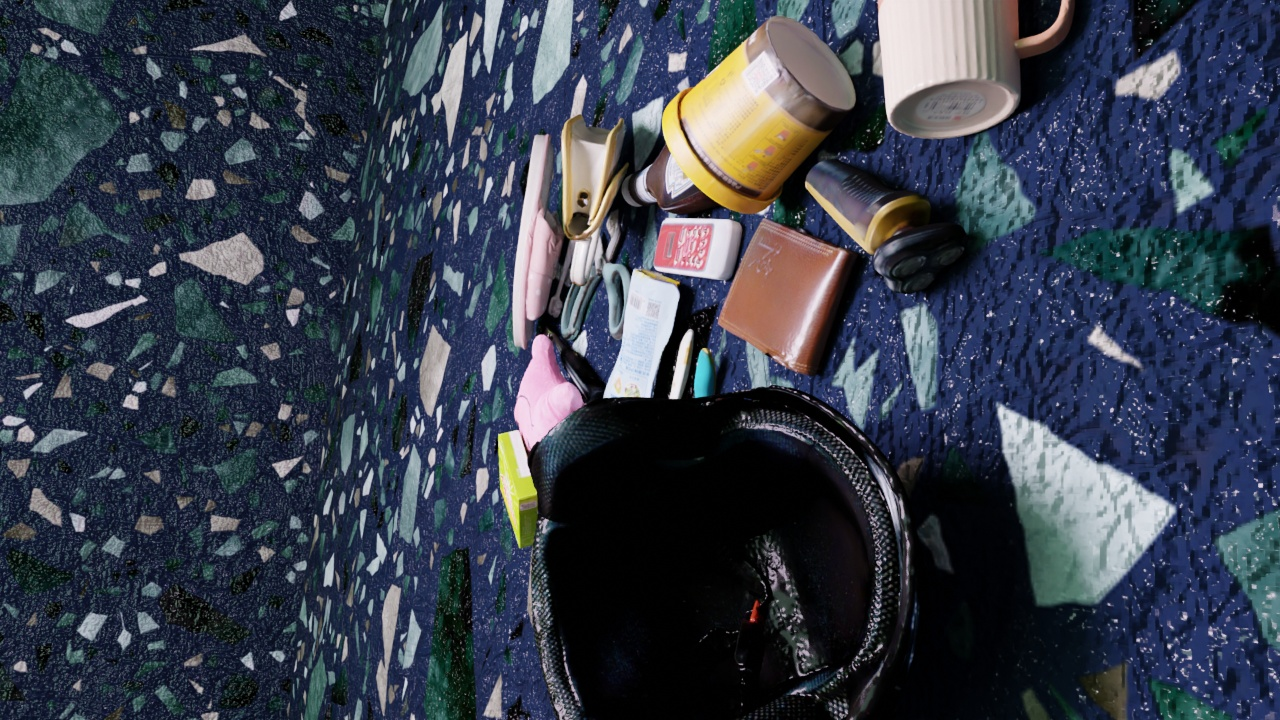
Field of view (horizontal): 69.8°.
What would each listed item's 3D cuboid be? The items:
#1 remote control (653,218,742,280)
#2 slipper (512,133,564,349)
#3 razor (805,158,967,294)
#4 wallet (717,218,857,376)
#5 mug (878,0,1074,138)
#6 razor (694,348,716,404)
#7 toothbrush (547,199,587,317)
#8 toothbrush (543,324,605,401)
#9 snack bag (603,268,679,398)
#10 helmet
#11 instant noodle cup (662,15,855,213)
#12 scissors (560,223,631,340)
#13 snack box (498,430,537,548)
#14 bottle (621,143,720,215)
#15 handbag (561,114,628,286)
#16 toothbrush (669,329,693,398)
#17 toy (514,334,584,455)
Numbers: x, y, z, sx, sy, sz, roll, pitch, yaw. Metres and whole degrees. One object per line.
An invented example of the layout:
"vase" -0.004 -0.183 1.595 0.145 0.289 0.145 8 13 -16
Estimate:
"remote control" 0.052 -0.108 0.879 0.136 0.020 0.056 20 98 63
"slipper" -0.127 -0.149 1.173 0.114 0.054 0.274 -115 32 -82
"razor" 0.161 -0.101 0.643 0.167 0.062 0.068 -117 14 -57
"wallet" 0.116 -0.054 0.729 0.124 0.032 0.101 41 115 58
"mug" 0.206 -0.206 0.567 0.115 0.081 0.105 -7 75 31
"razor" 0.049 0.054 0.820 0.043 0.028 0.132 15 98 39
"toothbrush" -0.086 -0.139 1.158 0.016 0.016 0.180 40 118 51
"toothbrush" -0.082 0.002 1.093 0.027 0.026 0.212 -66 30 14
"snack bag" -0.006 0.005 0.933 0.110 0.038 0.191 28 108 56
"helmet" 0.058 0.141 0.568 0.275 0.230 0.233 -30 62 25
"instant noodle cup" 0.097 -0.197 0.727 0.115 0.118 0.118 -40 47 42
"scissors" -0.052 -0.067 1.067 0.170 0.019 0.171 -56 37 41
"snack box" -0.144 0.155 1.083 0.157 0.026 0.085 102 150 -58
"bottle" 0.038 -0.183 0.906 0.195 0.044 0.080 1 82 63
"handbag" -0.050 -0.175 1.009 0.163 0.063 0.179 -78 -7 -70
"toothbrush" 0.031 0.064 0.871 0.016 0.018 0.191 11 89 61
"toy" -0.100 0.083 1.047 0.194 0.074 0.179 -125 37 -55
